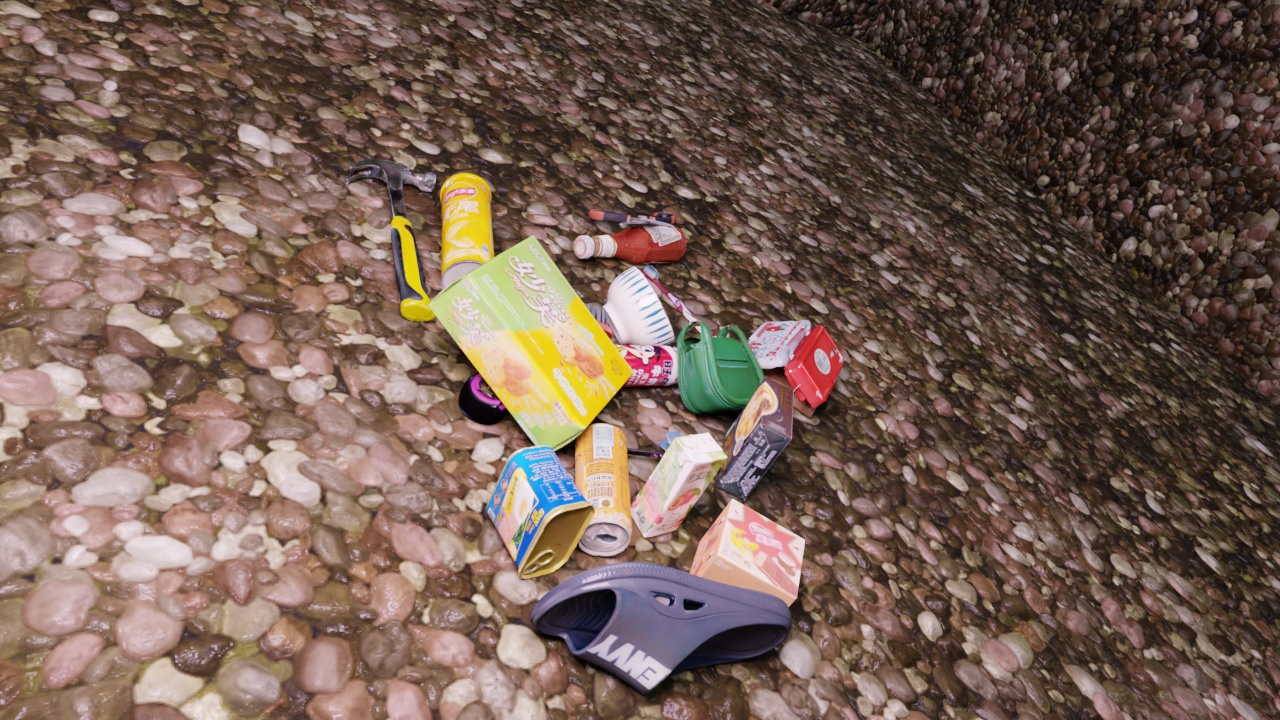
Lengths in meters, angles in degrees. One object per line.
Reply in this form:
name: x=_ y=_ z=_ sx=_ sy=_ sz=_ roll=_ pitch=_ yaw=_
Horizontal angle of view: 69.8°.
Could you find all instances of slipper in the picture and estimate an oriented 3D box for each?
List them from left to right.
slipper: x=0.033 y=0.252 z=0.836 sx=0.267 sy=0.111 sz=0.083 roll=16 pitch=39 yaw=-27

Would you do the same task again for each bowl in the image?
bowl: x=-0.009 y=-0.061 z=1.232 sx=0.066 sy=0.116 sz=0.116 roll=-29 pitch=56 yaw=-7

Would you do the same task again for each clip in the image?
clip: x=0.045 y=0.114 z=1.107 sx=0.026 sy=0.044 sz=0.058 roll=5 pitch=48 yaw=-38

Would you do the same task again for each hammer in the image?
hammer: x=-0.311 y=-0.165 z=1.188 sx=0.126 sy=0.032 sz=0.323 roll=9 pitch=39 yaw=-29

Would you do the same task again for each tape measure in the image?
tape measure: x=-0.171 y=0.040 z=1.017 sx=0.057 sy=0.039 sz=0.057 roll=31 pitch=33 yaw=0

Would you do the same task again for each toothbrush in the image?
toothbrush: x=0.012 y=0.111 z=1.074 sx=0.189 sy=0.014 sz=0.017 roll=7 pitch=65 yaw=-19
toothbrush: x=0.064 y=-0.083 z=1.384 sx=0.016 sy=0.017 sz=0.187 roll=-13 pitch=52 yaw=-46

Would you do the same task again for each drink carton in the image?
drink carton: x=0.038 y=0.132 z=0.983 sx=0.053 sy=0.123 sz=0.045 roll=-4 pitch=45 yaw=-40

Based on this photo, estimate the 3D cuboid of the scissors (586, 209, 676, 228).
scissors: x=0.001 y=-0.217 z=1.418 sx=0.188 sy=0.015 sz=0.226 roll=-6 pitch=17 yaw=-39

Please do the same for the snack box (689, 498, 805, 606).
snack box: x=0.110 y=0.218 z=0.965 sx=0.093 sy=0.077 sz=0.094 roll=29 pitch=33 yaw=-1

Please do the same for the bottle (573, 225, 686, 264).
bottle: x=-0.015 y=-0.176 z=1.407 sx=0.205 sy=0.060 sz=0.060 roll=-9 pitch=50 yaw=-44

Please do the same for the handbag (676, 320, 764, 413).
handbag: x=0.104 y=0.009 z=1.195 sx=0.131 sy=0.068 sz=0.120 roll=-1 pitch=78 yaw=-53

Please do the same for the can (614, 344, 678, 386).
can: x=-0.007 y=0.007 z=1.176 sx=0.132 sy=0.053 sz=0.053 roll=0 pitch=44 yaw=-37

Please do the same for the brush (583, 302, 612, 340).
brush: x=-0.101 y=-0.039 z=1.166 sx=0.145 sy=0.063 sz=0.069 roll=10 pitch=69 yaw=-29

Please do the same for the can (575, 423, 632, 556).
can: x=-0.041 y=0.135 z=0.976 sx=0.058 sy=0.058 sz=0.145 roll=19 pitch=35 yaw=-18

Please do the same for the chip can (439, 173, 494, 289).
chip can: x=-0.229 y=-0.164 z=1.214 sx=0.072 sy=0.072 sz=0.213 roll=14 pitch=37 yaw=-24

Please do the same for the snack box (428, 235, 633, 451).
snack box: x=-0.116 y=-0.022 z=1.034 sx=0.210 sy=0.070 sz=0.157 roll=54 pitch=31 yaw=-8

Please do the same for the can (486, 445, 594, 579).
can: x=-0.099 y=0.144 z=0.880 sx=0.057 sy=0.102 sz=0.083 roll=-5 pitch=45 yaw=-40

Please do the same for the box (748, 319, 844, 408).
box: x=0.224 y=-0.009 z=1.339 sx=0.154 sy=0.074 sz=0.200 roll=29 pitch=26 yaw=10

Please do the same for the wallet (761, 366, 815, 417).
wallet: x=0.223 y=0.029 z=1.359 sx=0.101 sy=0.020 sz=0.115 roll=33 pitch=30 yaw=6

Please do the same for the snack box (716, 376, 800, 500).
snack box: x=0.146 y=0.091 z=1.130 sx=0.053 sy=0.113 sz=0.125 roll=26 pitch=33 yaw=-6
